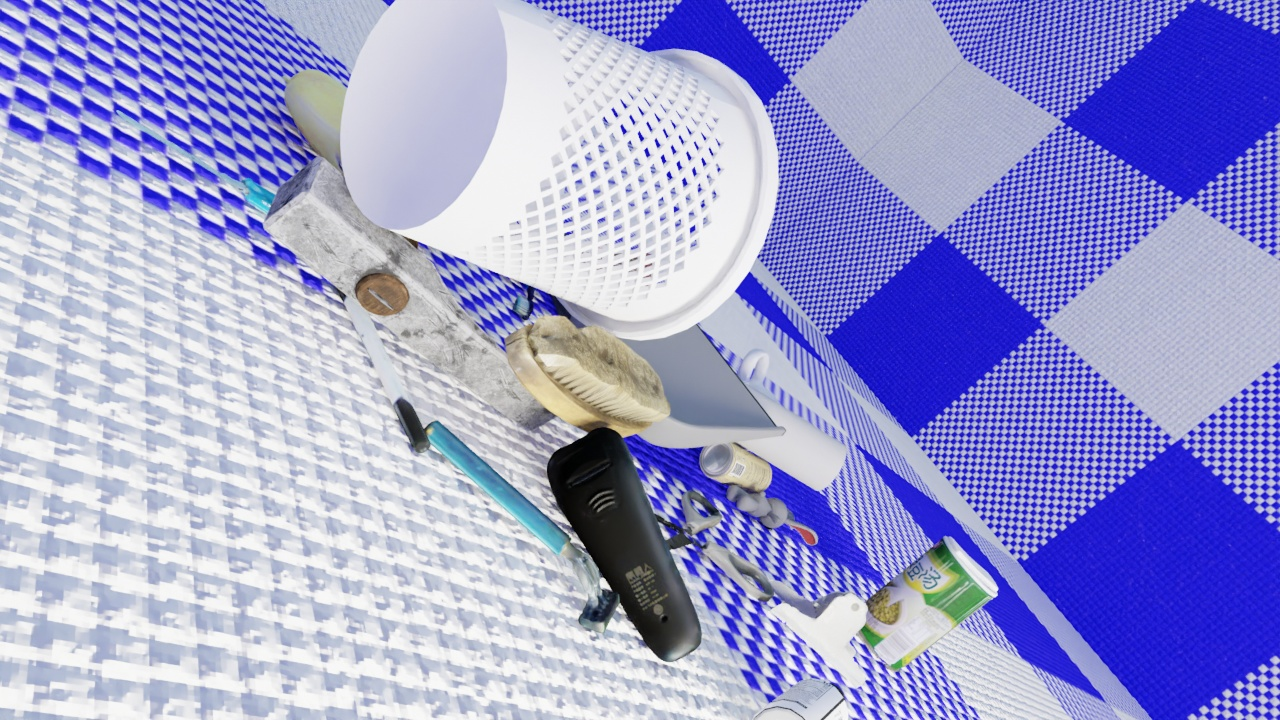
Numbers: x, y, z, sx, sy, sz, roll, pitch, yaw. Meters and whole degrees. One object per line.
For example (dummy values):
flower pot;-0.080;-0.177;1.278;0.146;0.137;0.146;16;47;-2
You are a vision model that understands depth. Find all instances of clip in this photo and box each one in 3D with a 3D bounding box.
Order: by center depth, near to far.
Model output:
clip;0.149;0.209;0.732;0.102;0.051;0.058;43;-26;-12

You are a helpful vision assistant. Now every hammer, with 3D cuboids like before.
hammer;-0.130;-0.113;0.644;0.217;0.037;0.299;44;26;-35

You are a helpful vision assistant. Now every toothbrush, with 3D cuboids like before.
toothbrush;-0.105;-0.075;0.852;0.017;0.016;0.188;31;17;-15

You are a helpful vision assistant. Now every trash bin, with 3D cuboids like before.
trash bin;-0.053;-0.121;0.546;0.199;0.196;0.195;9;37;-52

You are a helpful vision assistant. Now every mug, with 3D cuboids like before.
mug;0.106;0.041;0.947;0.074;0.110;0.090;21;5;20

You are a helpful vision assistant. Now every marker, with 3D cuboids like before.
marker;-0.149;-0.006;0.519;0.011;0.011;0.152;27;23;-54

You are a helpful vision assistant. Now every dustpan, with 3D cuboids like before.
dustpan;-0.004;0.004;0.758;0.257;0.033;0.163;-3;46;-41

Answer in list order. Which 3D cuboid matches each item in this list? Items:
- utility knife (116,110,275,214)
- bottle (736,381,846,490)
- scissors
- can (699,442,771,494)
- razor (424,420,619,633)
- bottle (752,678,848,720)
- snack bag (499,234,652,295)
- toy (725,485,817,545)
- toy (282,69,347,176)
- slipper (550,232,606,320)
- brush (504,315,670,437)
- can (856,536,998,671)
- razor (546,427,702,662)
utility knife;-0.224;-0.097;0.548;0.178;0.015;0.022;36;16;-41
bottle;0.099;0.052;0.862;0.195;0.052;0.052;32;16;-9
scissors;0.049;0.136;0.694;0.166;0.013;0.157;44;11;-9
can;0.092;0.102;0.872;0.079;0.038;0.038;30;21;-50
razor;-0.063;0.084;0.494;0.144;0.022;0.042;46;12;2
bottle;0.101;0.217;0.555;0.041;0.041;0.116;51;14;22
snack bag;-0.060;-0.092;0.845;0.157;0.013;0.057;10;54;-15
toy;0.124;0.144;0.868;0.111;0.030;0.049;29;6;-37
toy;-0.201;-0.160;0.704;0.170;0.065;0.154;39;13;-20
slipper;-0.035;-0.077;0.930;0.110;0.083;0.268;37;14;-39
brush;-0.028;0.013;0.596;0.195;0.043;0.059;33;33;-63
can;0.261;0.224;0.847;0.067;0.121;0.067;42;14;-14
razor;-0.007;0.108;0.550;0.151;0.054;0.067;59;-1;26
